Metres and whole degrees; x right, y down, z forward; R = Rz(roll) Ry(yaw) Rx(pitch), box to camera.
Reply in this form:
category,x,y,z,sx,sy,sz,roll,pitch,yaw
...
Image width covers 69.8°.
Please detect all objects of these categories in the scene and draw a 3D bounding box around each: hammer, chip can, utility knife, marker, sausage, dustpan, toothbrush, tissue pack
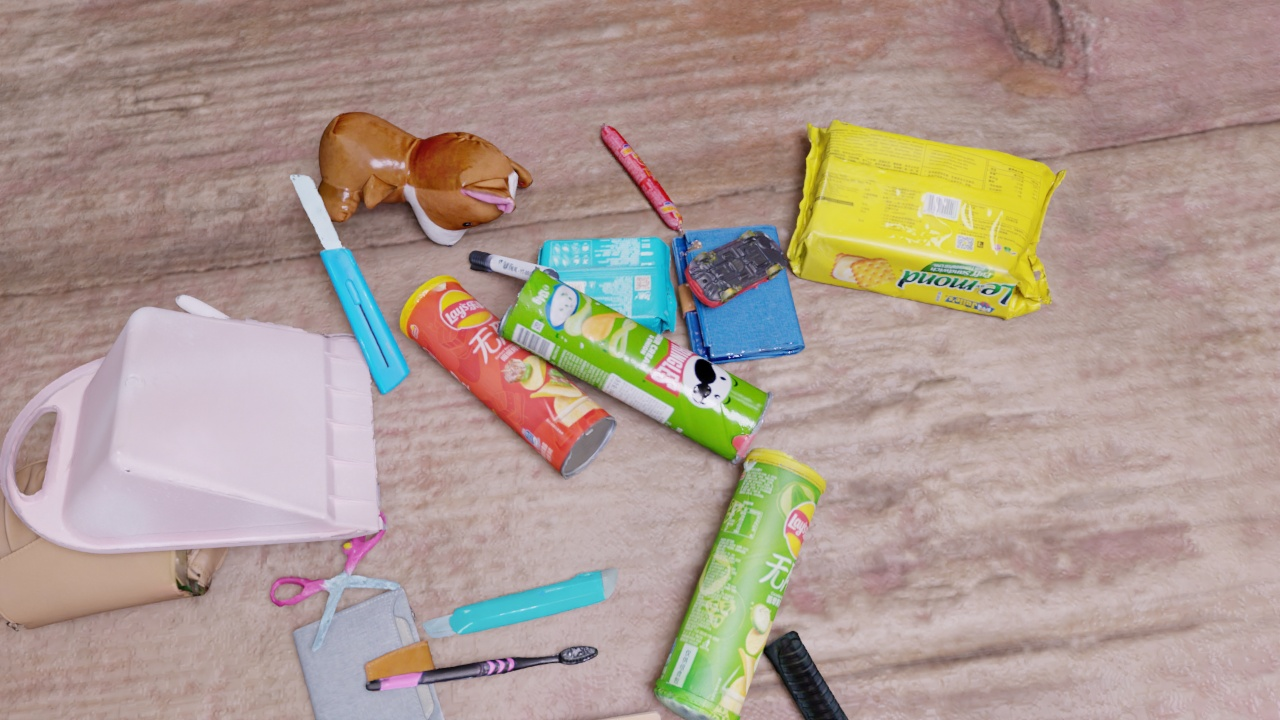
category,x,y,z,sx,sy,sz,roll,pitch,yaw
hammer,0.186,0.346,0.692,0.128,0.033,0.300,-29,69,-7
chip can,-0.122,0.013,0.834,0.216,0.073,0.073,40,76,17
chip can,-0.005,0.005,0.795,0.236,0.072,0.072,28,73,1
chip can,0.082,0.184,0.745,0.072,0.073,0.221,21,71,13
utility knife,-0.273,-0.073,0.856,0.034,0.018,0.218,-24,96,-6
marker,-0.122,-0.086,0.868,0.131,0.018,0.022,19,102,45
sausage,0.002,-0.186,0.929,0.020,0.020,0.156,-32,69,-8
dustpan,-0.378,0.068,0.795,0.139,0.273,0.222,-45,41,32
toothbrush,-0.128,0.251,0.748,0.189,0.018,0.014,-6,63,-10
tissue pack,-0.033,-0.068,0.867,0.133,0.050,0.093,-2,67,5
toothbrush,-0.388,-0.028,0.902,0.180,0.016,0.016,24,70,14
utility knife,-0.102,0.209,0.784,0.176,0.013,0.029,-14,65,3

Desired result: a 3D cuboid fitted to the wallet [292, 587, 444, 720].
category,x,y,z,sx,sy,sz,roll,pitch,yaw
wallet,-0.223,0.266,0.759,0.106,0.037,0.129,-23,68,-3

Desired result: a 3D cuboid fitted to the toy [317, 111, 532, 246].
category,x,y,z,sx,sy,sz,roll,pitch,yaw
toy,-0.209,-0.171,0.890,0.199,0.131,0.140,1,33,0

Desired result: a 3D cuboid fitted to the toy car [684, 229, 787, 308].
category,x,y,z,sx,sy,sz,roll,pitch,yaw
toy car,0.088,-0.083,0.833,0.106,0.031,0.049,-29,78,-32

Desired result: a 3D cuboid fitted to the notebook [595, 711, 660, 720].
category,x,y,z,sx,sy,sz,roll,pitch,yaw
notebook,-0.076,0.362,0.709,0.208,0.008,0.147,-9,79,2

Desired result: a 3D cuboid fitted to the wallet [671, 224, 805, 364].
category,x,y,z,sx,sy,sz,roll,pitch,yaw
wallet,0.089,-0.062,0.861,0.106,0.040,0.133,-7,67,-7

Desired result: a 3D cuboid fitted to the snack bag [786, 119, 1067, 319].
category,x,y,z,sx,sy,sz,roll,pitch,yaw
snack bag,0.263,-0.137,0.860,0.246,0.068,0.157,13,70,9

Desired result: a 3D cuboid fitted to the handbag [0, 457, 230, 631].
category,x,y,z,sx,sy,sz,roll,pitch,yaw
handbag,-0.460,0.143,0.794,0.204,0.100,0.147,-11,62,0

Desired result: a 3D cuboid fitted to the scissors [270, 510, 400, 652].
category,x,y,z,sx,sy,sz,roll,pitch,yaw
scissors,-0.261,0.187,0.790,0.134,0.017,0.133,-5,49,18
